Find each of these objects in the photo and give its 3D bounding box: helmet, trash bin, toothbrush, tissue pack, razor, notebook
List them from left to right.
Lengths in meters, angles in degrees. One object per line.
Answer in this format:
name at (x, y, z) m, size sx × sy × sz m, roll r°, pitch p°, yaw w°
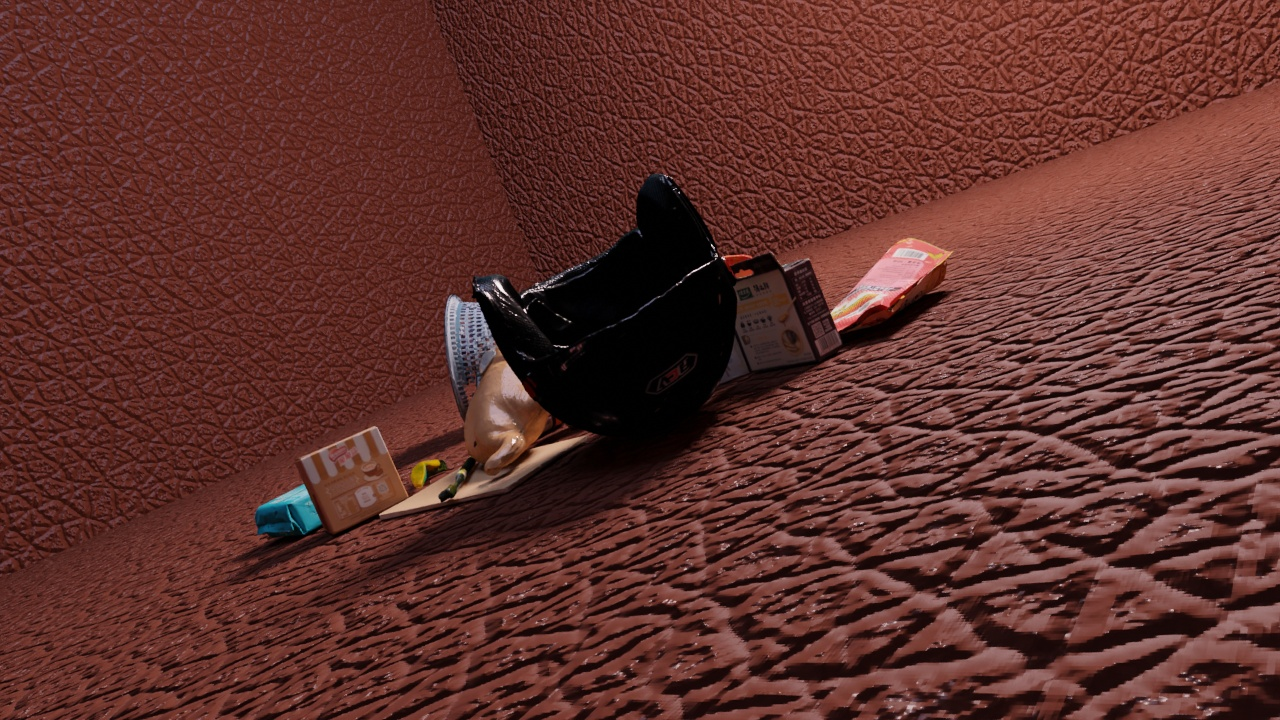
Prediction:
tissue pack at (-0.416, 0.184, 1.173) m, size 0.093 × 0.050 × 0.133 m, roll -13°, pitch 10°, yaw 42°
razor at (-0.269, 0.141, 1.139) m, size 0.043 × 0.028 × 0.132 m, roll -18°, pitch 3°, yaw -5°
toothbrush at (-0.201, 0.129, 1.024) m, size 0.017 × 0.012 × 0.186 m, roll -32°, pitch 6°, yaw 1°
notebook at (-0.174, 0.130, 1.020) m, size 0.208 × 0.008 × 0.147 m, roll -17°, pitch 7°, yaw 36°
trash bin at (-0.201, -0.010, 1.516) m, size 0.195 × 0.226 × 0.226 m, roll -8°, pitch 7°, yaw 1°
helmet at (-0.016, -0.034, 0.907) m, size 0.233 × 0.230 × 0.274 m, roll -33°, pitch 24°, yaw -5°

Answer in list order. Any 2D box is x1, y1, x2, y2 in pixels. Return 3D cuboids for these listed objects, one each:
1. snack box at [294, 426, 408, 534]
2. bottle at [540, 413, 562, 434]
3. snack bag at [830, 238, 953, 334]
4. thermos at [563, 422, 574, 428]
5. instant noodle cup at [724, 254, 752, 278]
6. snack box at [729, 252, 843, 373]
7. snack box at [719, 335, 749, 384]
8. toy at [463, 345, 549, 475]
snack box at (-0.340, 0.140, 1.075) m, size 0.092 × 0.094 × 0.077 m, roll -25°, pitch 3°, yaw -26°
bottle at (-0.159, 0.081, 1.176) m, size 0.149 × 0.067 × 0.067 m, roll -36°, pitch 14°, yaw -38°
snack bag at (0.273, -0.074, 1.053) m, size 0.129 × 0.073 × 0.207 m, roll -21°, pitch 10°, yaw 47°
thermos at (-0.007, 0.007, 1.130) m, size 0.220 × 0.070 × 0.070 m, roll -28°, pitch 5°, yaw 8°
instant noodle cup at (0.106, -0.080, 1.325) m, size 0.138 × 0.108 × 0.138 m, roll -12°, pitch -7°, yaw -2°
snack box at (0.143, -0.054, 0.992) m, size 0.053 × 0.125 × 0.113 m, roll -25°, pitch 7°, yaw -34°
snack box at (0.045, -0.001, 1.053) m, size 0.157 × 0.084 × 0.027 m, roll -21°, pitch 4°, yaw -2°
toy at (-0.154, 0.063, 1.067) m, size 0.144 × 0.082 × 0.225 m, roll -43°, pitch 28°, yaw 36°
